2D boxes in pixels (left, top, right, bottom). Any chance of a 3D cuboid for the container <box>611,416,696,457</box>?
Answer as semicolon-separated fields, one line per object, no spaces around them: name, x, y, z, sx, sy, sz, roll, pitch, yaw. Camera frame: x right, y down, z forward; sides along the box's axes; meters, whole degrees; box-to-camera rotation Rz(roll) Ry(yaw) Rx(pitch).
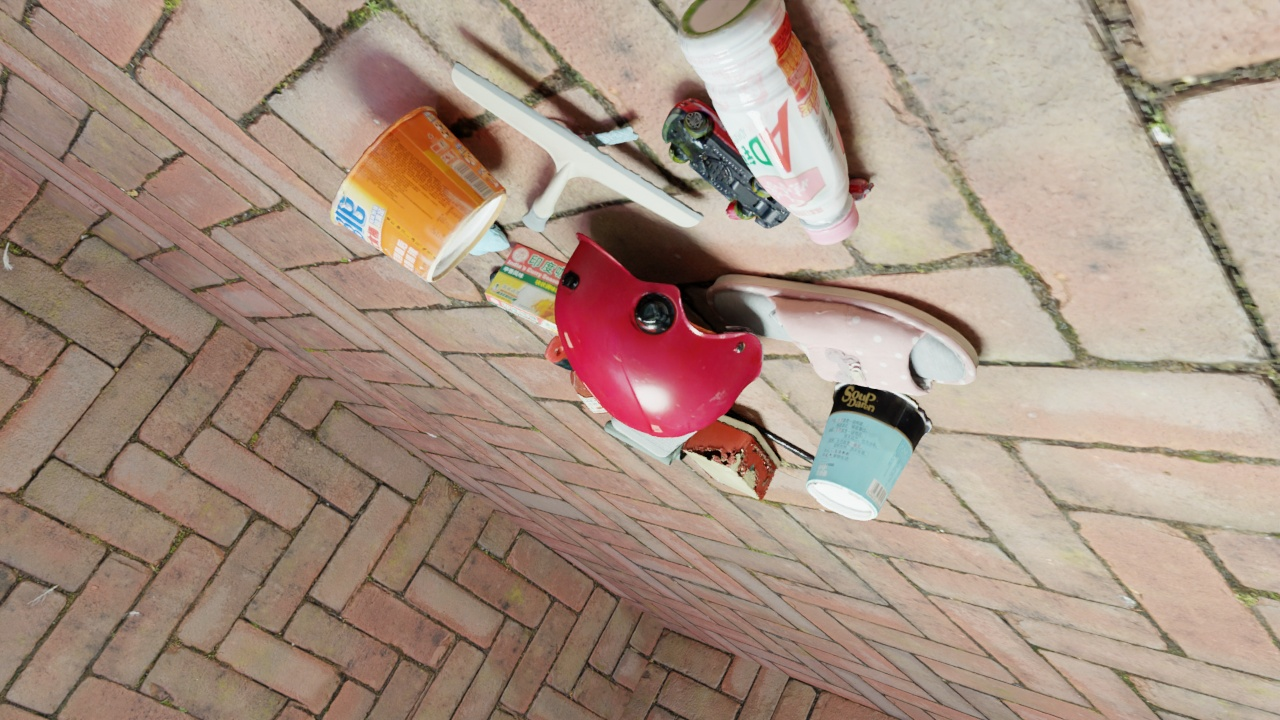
container;0.037;0.048;1.138;0.090;0.090;0.115;33;142;-13

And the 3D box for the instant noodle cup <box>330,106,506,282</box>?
instant noodle cup;-0.212;-0.156;0.906;0.111;0.151;0.152;40;159;-3

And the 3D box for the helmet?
helmet;-0.002;-0.010;0.947;0.240;0.144;0.207;34;176;-8

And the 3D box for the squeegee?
squeegee;-0.091;-0.157;0.893;0.246;0.039;0.247;30;166;-11

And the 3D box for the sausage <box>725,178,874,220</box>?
sausage;0.123;-0.127;0.732;0.156;0.020;0.020;2;146;51

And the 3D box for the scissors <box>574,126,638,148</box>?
scissors;-0.044;-0.194;0.800;0.063;0.017;0.135;44;160;-26

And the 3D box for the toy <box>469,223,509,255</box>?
toy;-0.213;-0.168;1.050;0.156;0.049;0.162;31;164;-36

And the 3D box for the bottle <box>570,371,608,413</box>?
bottle;-0.070;0.018;1.253;0.060;0.059;0.206;24;165;17

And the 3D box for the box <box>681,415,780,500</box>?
box;0.123;0.137;1.240;0.091;0.079;0.168;21;167;28

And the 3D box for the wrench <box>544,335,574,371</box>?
wrench;-0.060;0.016;1.184;0.016;0.056;0.273;30;175;24

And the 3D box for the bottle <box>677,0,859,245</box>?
bottle;0.096;-0.158;0.618;0.068;0.068;0.197;11;151;42

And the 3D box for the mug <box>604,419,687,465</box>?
mug;0.020;0.085;1.242;0.103;0.123;0.084;26;122;16

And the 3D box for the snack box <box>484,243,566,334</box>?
snack box;-0.096;-0.074;1.073;0.156;0.077;0.027;24;160;16

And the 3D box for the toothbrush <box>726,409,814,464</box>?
toothbrush;0.167;0.100;1.220;0.181;0.018;0.016;29;157;-2

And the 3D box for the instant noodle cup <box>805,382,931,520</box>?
instant noodle cup;0.233;0.100;0.973;0.111;0.120;0.111;26;160;10

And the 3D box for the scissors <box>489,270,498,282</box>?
scissors;-0.124;-0.064;1.221;0.170;0.019;0.174;28;161;10

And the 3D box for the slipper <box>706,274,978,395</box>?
slipper;0.176;-0.021;0.861;0.275;0.054;0.114;18;157;33

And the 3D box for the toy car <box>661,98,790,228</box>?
toy car;0.070;-0.153;0.703;0.120;0.045;0.053;39;157;-2
